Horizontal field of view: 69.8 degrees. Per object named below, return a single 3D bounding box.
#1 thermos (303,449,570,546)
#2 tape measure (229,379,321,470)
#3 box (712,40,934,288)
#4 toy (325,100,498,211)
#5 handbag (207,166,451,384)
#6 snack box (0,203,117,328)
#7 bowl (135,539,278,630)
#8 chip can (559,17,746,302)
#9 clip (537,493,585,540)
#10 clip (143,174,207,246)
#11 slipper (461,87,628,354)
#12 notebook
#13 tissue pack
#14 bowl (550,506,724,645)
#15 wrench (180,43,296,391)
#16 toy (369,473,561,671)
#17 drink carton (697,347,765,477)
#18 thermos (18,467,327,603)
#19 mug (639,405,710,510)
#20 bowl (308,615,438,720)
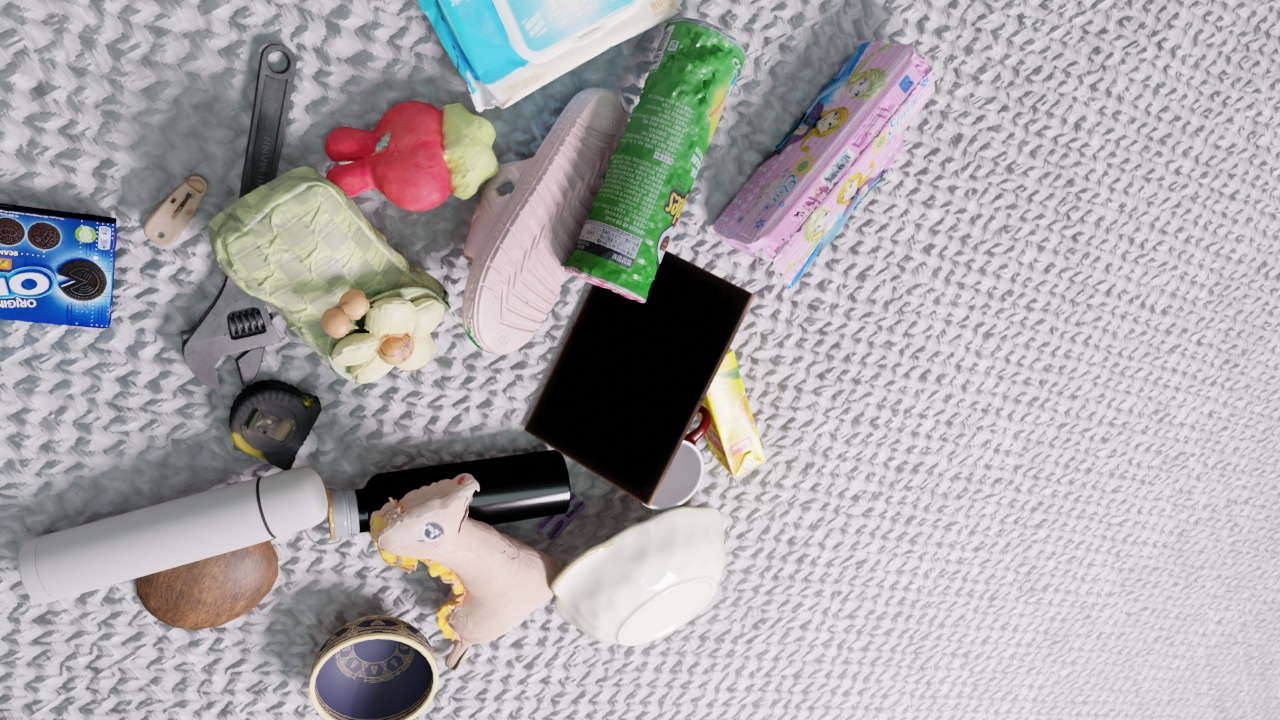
[{"bbox_3d":[-0.182,0.125,0.824,0.231,0.061,0.061,-6,112,-21],"label":"thermos"},{"bbox_3d":[-0.303,0.049,0.755,0.062,0.038,0.067,29,97,-29],"label":"tape measure"},{"bbox_3d":[0.182,-0.175,0.851,0.096,0.085,0.230,39,92,-32],"label":"box"},{"bbox_3d":[-0.178,-0.158,0.713,0.135,0.045,0.091,-11,74,-6],"label":"toy"},{"bbox_3d":[-0.227,-0.051,0.694,0.113,0.117,0.186,-41,137,-1],"label":"handbag"},{"bbox_3d":[-0.457,-0.070,0.649,0.150,0.027,0.082,5,108,-25],"label":"snack box"},{"bbox_3d":[-0.371,0.191,0.788,0.114,0.026,0.102,-29,118,-11],"label":"bowl"},{"bbox_3d":[0.012,-0.162,0.745,0.075,0.075,0.223,23,91,-29],"label":"chip can"},{"bbox_3d":[-0.076,0.157,0.910,0.036,0.013,0.053,33,92,-31],"label":"clip"},{"bbox_3d":[-0.342,-0.110,0.675,0.025,0.043,0.061,36,98,-32],"label":"clip"},{"bbox_3d":[-0.090,-0.122,0.754,0.239,0.064,0.094,-63,148,-13],"label":"slipper"},{"bbox_3d":[-0.005,0.005,0.823,0.209,0.141,0.008,-64,160,9],"label":"notebook"},{"bbox_3d":[-0.062,-0.289,0.713,0.209,0.066,0.117,-32,119,-11],"label":"tissue pack"},{"bbox_3d":[0.014,0.224,0.901,0.219,0.060,0.189,11,126,-47],"label":"bowl"},{"bbox_3d":[-0.301,-0.104,0.707,0.073,0.018,0.273,6,106,-35],"label":"wrench"},{"bbox_3d":[-0.165,0.195,0.805,0.196,0.065,0.264,-43,147,3],"label":"toy"},{"bbox_3d":[0.079,0.046,0.907,0.043,0.058,0.135,-25,118,-10],"label":"drink carton"},{"bbox_3d":[-0.368,0.137,0.737,0.224,0.052,0.052,-15,115,-9],"label":"thermos"},{"bbox_3d":[0.022,0.080,0.881,0.105,0.082,0.073,-46,120,-1],"label":"mug"},{"bbox_3d":[-0.247,0.281,0.854,0.112,0.061,0.112,-6,115,-13],"label":"bowl"}]
